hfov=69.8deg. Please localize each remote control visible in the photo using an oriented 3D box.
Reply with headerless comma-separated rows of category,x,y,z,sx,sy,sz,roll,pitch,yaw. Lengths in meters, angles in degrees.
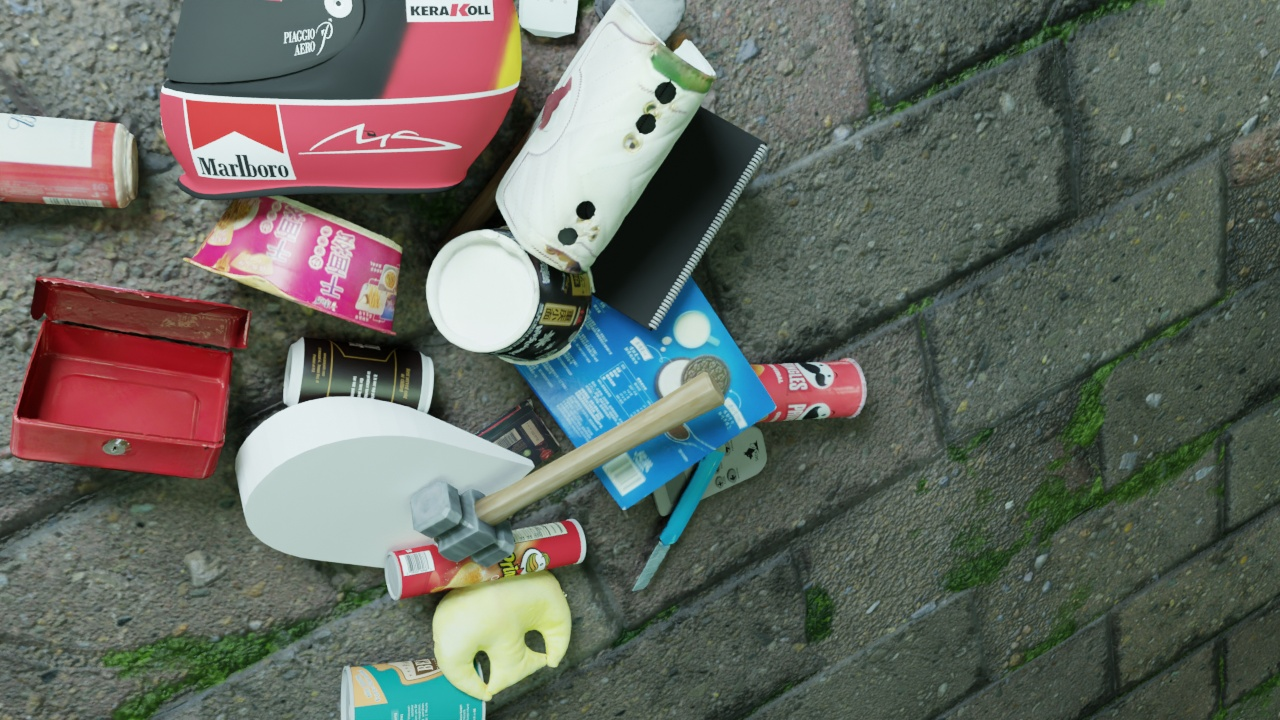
remote control,0.083,0.129,1.108,0.151,0.019,0.074,-22,120,-12
remote control,-0.078,-0.361,0.808,0.049,0.024,0.143,-2,116,-22

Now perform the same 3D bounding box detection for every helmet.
helmet,-0.227,-0.247,0.699,0.270,0.197,0.225,-3,115,-13

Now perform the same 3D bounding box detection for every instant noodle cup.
instant noodle cup,-0.280,-0.087,0.776,0.178,0.179,0.077,22,86,-30
instant noodle cup,-0.122,-0.060,0.827,0.137,0.112,0.137,1,95,14

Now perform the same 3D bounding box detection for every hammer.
hammer,-0.082,-0.222,0.844,0.052,0.098,0.329,33,104,-30
hammer,-0.066,0.103,0.897,0.323,0.051,0.117,-30,140,12

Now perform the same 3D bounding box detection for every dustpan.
dustpan,-0.264,0.120,0.907,0.192,0.053,0.257,-43,143,18

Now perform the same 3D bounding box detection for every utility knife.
utility knife,0.045,0.188,1.101,0.031,0.015,0.225,21,104,-28

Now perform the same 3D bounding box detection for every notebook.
notebook,0.005,-0.152,0.876,0.149,0.016,0.206,32,90,9

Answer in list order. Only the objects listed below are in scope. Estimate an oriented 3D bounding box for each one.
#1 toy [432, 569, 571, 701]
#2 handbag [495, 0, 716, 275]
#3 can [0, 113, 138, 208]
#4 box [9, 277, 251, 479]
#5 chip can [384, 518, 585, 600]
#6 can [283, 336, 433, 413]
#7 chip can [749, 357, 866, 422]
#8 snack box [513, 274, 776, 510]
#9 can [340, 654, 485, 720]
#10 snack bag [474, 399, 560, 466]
toy,-0.156,0.292,1.042,0.170,0.065,0.155,-16,87,-33
handbag,-0.033,-0.183,0.755,0.096,0.141,0.199,26,114,-26
can,-0.485,-0.156,0.706,0.170,0.067,0.067,0,113,-23
box,-0.426,0.018,0.772,0.157,0.147,0.156,9,91,-26
chip can,-0.166,0.216,1.003,0.214,0.052,0.052,-5,115,-31
can,-0.269,0.020,0.877,0.128,0.072,0.072,7,110,-26
chip can,0.143,0.037,1.061,0.232,0.073,0.073,-2,114,-21
snack box,-0.006,0.006,0.942,0.195,0.056,0.239,-34,105,3
can,-0.258,0.389,1.036,0.143,0.099,0.099,1,113,-24
snack bag,-0.167,0.112,0.994,0.155,0.018,0.074,-33,121,-6
